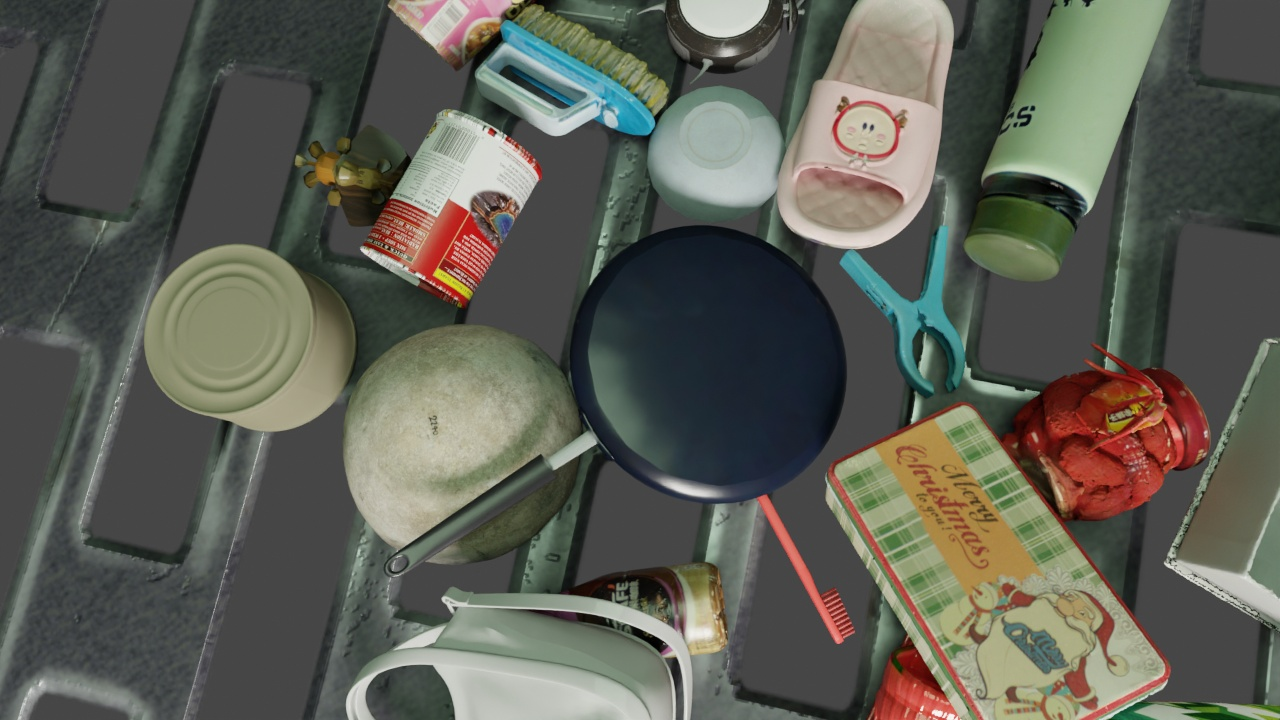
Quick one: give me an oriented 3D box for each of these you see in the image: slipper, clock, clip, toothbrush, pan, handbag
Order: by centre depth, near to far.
[{"bbox_3d":[0.206,0.219,0.589,0.103,0.059,0.248,23,81,10],"label":"slipper"},{"bbox_3d":[-0.088,0.229,0.590,0.223,0.095,0.216,8,104,18],"label":"handbag"},{"bbox_3d":[-0.013,0.039,0.615,0.355,0.021,0.198,-32,85,-16],"label":"pan"},{"bbox_3d":[0.092,0.097,0.646,0.018,0.012,0.212,-28,78,0],"label":"toothbrush"},{"bbox_3d":[0.206,-0.035,0.655,0.102,0.027,0.119,-14,78,5],"label":"clip"},{"bbox_3d":[0.172,-0.181,0.668,0.107,0.056,0.221,18,77,8],"label":"slipper"},{"bbox_3d":[0.069,-0.271,0.702,0.123,0.044,0.091,-34,78,-1],"label":"clock"}]

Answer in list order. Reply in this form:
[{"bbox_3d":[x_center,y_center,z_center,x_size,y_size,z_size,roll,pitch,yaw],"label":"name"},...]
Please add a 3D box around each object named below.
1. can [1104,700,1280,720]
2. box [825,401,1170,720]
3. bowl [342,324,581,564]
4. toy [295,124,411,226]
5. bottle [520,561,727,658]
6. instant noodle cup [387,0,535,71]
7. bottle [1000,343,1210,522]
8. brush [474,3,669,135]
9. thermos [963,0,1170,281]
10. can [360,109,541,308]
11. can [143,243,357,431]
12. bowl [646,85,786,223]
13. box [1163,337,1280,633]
[{"bbox_3d":[0.330,0.251,0.557,0.144,0.083,0.083,0,79,6],"label":"can"},{"bbox_3d":[0.212,0.133,0.574,0.117,0.051,0.205,-22,58,-7],"label":"box"},{"bbox_3d":[-0.134,0.054,0.643,0.178,0.081,0.178,-1,81,5],"label":"bowl"},{"bbox_3d":[-0.222,-0.143,0.700,0.100,0.062,0.076,16,100,14],"label":"toy"},{"bbox_3d":[-0.027,0.174,0.619,0.166,0.059,0.059,-8,78,7],"label":"bottle"},{"bbox_3d":[-0.132,-0.288,0.705,0.097,0.097,0.108,44,93,11],"label":"instant noodle cup"},{"bbox_3d":[0.296,0.049,0.593,0.111,0.099,0.099,-19,78,-3],"label":"bottle"},{"bbox_3d":[-0.050,-0.204,0.692,0.136,0.055,0.075,32,74,12],"label":"brush"},{"bbox_3d":[0.300,-0.167,0.646,0.082,0.082,0.231,22,82,9],"label":"thermos"},{"bbox_3d":[-0.136,-0.109,0.669,0.086,0.086,0.116,27,83,10],"label":"can"},{"bbox_3d":[-0.283,-0.016,0.673,0.128,0.073,0.127,-1,79,5],"label":"can"},{"bbox_3d":[0.056,-0.160,0.684,0.106,0.039,0.106,-1,79,5],"label":"bowl"},{"bbox_3d":[0.487,0.008,0.556,0.166,0.098,0.368,29,90,-11],"label":"box"}]
